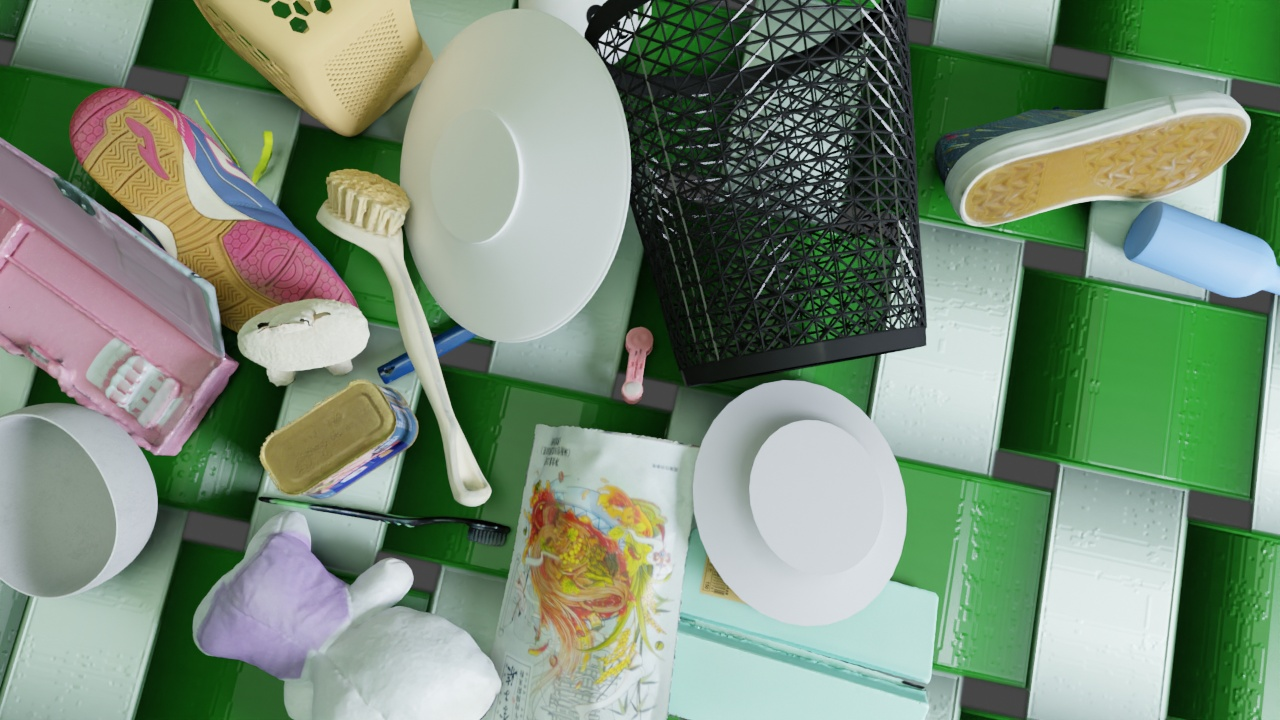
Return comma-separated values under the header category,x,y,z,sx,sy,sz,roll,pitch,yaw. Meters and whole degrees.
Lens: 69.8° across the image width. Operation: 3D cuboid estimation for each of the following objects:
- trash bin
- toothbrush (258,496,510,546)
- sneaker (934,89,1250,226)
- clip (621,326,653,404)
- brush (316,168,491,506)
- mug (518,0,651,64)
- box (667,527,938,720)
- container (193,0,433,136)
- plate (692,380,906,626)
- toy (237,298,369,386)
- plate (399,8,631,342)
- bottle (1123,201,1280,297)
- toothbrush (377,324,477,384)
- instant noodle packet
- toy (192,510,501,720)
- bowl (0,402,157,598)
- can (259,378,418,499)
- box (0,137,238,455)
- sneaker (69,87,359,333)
category,x,y,z,sx,sy,sz,roll,pitch,yaw
trash bin,0.089,-0.115,0.622,0.217,0.217,0.243,-10,87,-2
toothbrush,-0.189,0.117,0.675,0.188,0.014,0.017,7,88,2
sneaker,0.335,-0.166,0.691,0.235,0.088,0.079,-12,49,-6
clip,-0.004,0.006,0.695,0.023,0.041,0.059,11,70,-2
brush,-0.166,-0.022,0.663,0.061,0.078,0.272,-15,75,-39
mug,-0.035,-0.266,0.708,0.123,0.090,0.076,-31,120,-34
box,0.110,0.204,0.646,0.187,0.056,0.138,14,87,2
container,-0.245,-0.268,0.654,0.129,0.183,0.167,-43,91,-6
plate,0.120,0.096,0.642,0.172,0.019,0.172,6,74,-20
toy,-0.234,-0.017,0.639,0.087,0.112,0.050,-9,62,-10
plate,-0.105,-0.126,0.635,0.230,0.030,0.229,5,98,38
bottle,0.437,-0.074,0.686,0.131,0.048,0.048,22,81,4
toothbrush,-0.114,-0.034,0.697,0.190,0.017,0.016,-29,80,-4
instant noodle packet,-0.041,0.182,0.636,0.147,0.057,0.269,5,78,24
toy,-0.204,0.200,0.629,0.209,0.085,0.137,34,81,10
bowl,-0.401,0.094,0.646,0.132,0.064,0.132,2,100,12
can,-0.216,0.057,0.662,0.099,0.059,0.054,-34,82,-6
box,-0.401,-0.055,0.671,0.233,0.075,0.173,35,116,6
sneaker,-0.300,-0.104,0.686,0.116,0.091,0.242,-42,103,0
